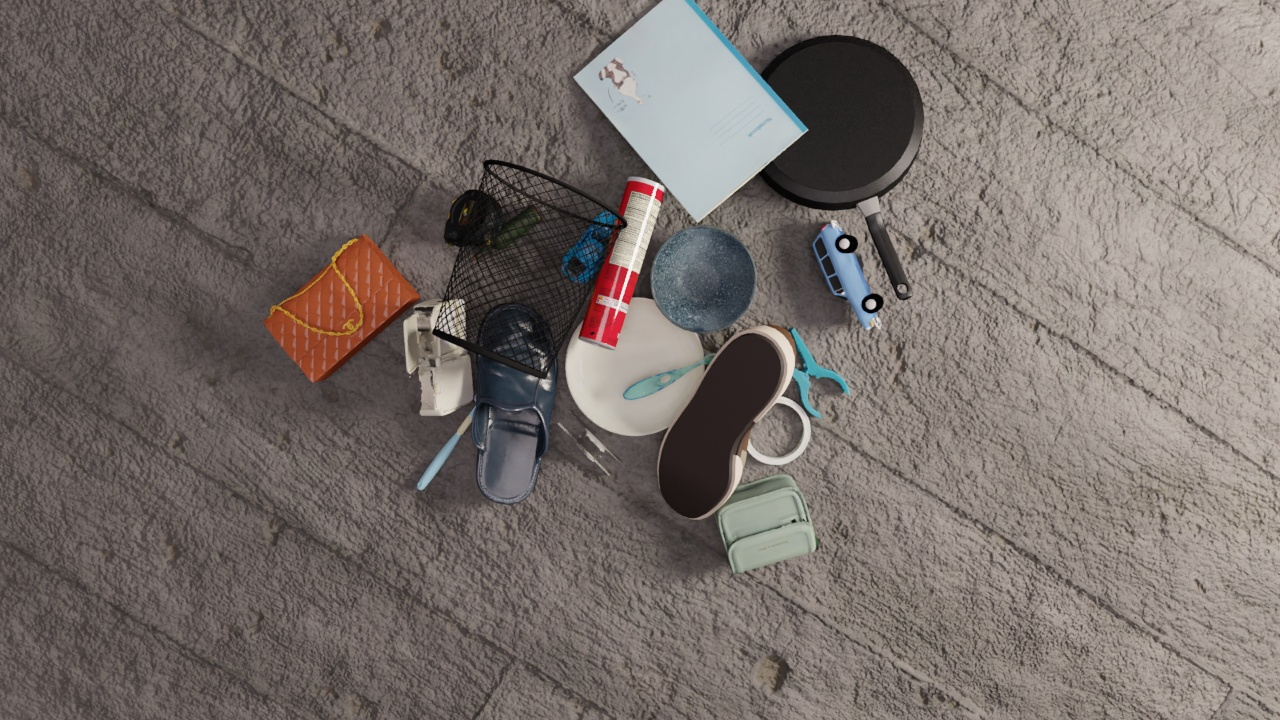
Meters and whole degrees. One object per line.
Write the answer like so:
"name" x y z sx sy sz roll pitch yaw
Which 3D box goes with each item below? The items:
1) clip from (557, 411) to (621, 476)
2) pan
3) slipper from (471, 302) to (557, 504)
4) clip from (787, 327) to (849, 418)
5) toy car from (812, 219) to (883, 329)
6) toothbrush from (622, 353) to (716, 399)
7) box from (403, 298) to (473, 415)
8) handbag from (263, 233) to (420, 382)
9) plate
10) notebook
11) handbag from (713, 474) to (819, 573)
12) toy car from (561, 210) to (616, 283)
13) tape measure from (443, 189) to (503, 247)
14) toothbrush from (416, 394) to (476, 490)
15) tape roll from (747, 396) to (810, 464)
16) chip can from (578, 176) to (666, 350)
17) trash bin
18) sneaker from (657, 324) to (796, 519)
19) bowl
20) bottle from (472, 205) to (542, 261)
"clip" -0.060 0.107 1.215 0.102 0.060 0.052 45 74 -6
"pan" 0.267 -0.242 1.150 0.225 0.034 0.356 -21 82 3
"slipper" -0.162 0.058 1.183 0.109 0.083 0.265 5 91 -10
"clip" 0.210 0.031 1.225 0.130 0.030 0.120 32 100 -5
"toy car" 0.269 -0.107 1.189 0.055 0.056 0.153 -24 88 20
"toothbrush" 0.040 0.021 1.188 0.135 0.017 0.022 -24 97 1
"box" -0.255 0.003 1.129 0.044 0.184 0.143 0 102 13
"handbag" -0.390 -0.068 1.187 0.172 0.060 0.109 -40 92 3
"plate" -0.007 0.007 1.212 0.182 0.034 0.182 0 96 -1
"notebook" 0.061 -0.325 1.159 0.181 0.009 0.253 -40 81 3
"handbag" 0.167 0.219 1.224 0.122 0.067 0.106 -17 98 1
"toy car" -0.060 -0.148 1.195 0.048 0.032 0.105 40 93 -4
"tape measure" -0.213 -0.181 1.174 0.072 0.042 0.072 3 81 26
"toothbrush" -0.253 0.110 1.229 0.022 0.016 0.155 37 95 19
"tape roll" 0.182 0.094 1.236 0.093 0.013 0.093 0 97 -1
"chip can" -0.024 -0.122 1.162 0.052 0.052 0.214 18 87 -3
"trash bin" -0.140 -0.101 1.089 0.184 0.184 0.210 22 88 -4
"sneaker" 0.118 0.073 1.196 0.112 0.116 0.294 32 118 19
"bowl" 0.078 -0.104 1.188 0.137 0.057 0.137 0 93 -3
"bottle" -0.175 -0.163 1.195 0.106 0.025 0.025 -36 96 3
